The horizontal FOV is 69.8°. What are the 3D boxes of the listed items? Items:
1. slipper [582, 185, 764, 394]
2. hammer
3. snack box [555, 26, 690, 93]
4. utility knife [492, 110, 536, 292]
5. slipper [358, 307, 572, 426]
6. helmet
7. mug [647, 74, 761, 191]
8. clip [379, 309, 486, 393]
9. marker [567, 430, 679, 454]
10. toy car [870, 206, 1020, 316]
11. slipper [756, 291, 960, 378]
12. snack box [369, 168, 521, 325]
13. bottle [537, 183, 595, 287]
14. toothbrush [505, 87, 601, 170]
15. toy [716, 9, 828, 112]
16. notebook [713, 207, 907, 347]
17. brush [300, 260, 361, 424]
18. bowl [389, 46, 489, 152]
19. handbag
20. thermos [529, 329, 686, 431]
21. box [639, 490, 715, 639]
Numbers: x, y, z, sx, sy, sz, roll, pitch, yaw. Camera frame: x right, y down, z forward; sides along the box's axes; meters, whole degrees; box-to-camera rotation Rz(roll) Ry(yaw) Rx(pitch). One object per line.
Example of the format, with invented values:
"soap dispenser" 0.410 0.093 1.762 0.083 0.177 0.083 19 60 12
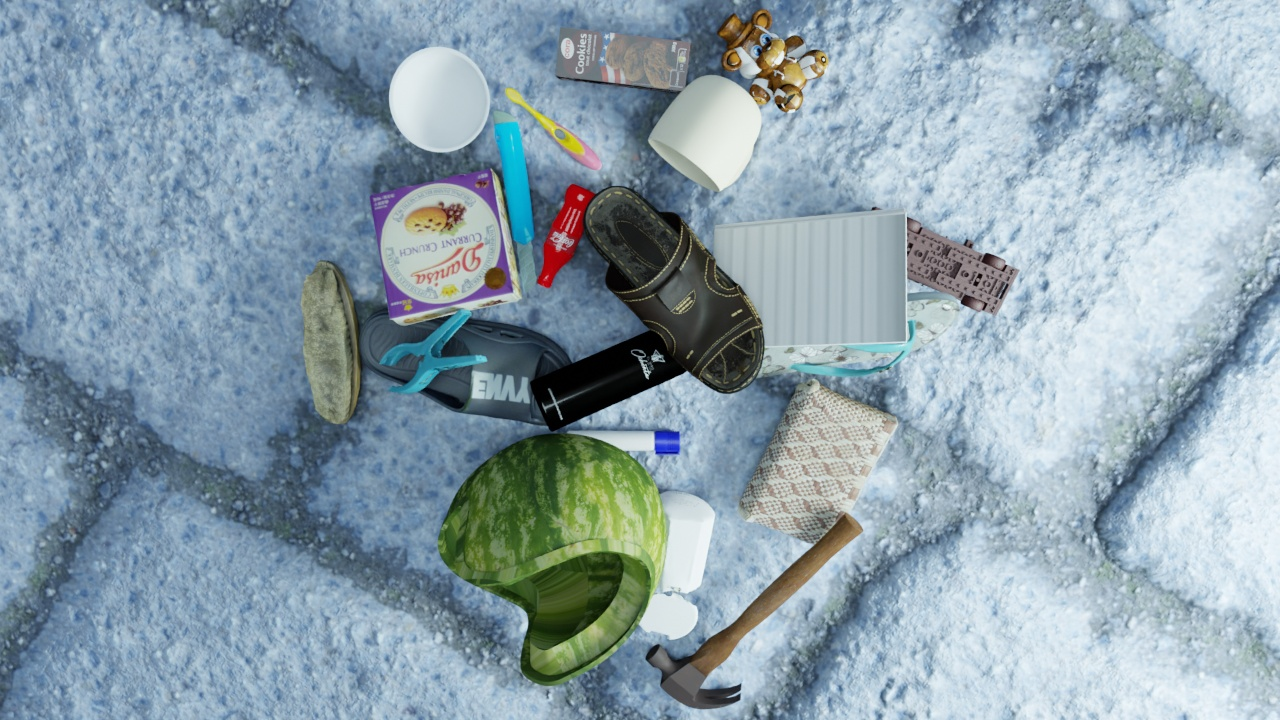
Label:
"slipper" 0.034 -0.081 0.978 0.113 0.076 0.268 -39 83 1
"hammer" 0.143 0.299 1.094 0.115 0.033 0.324 40 108 -4
"snack box" -0.018 -0.326 1.000 0.141 0.031 0.051 7 101 2
"utility knife" -0.139 -0.180 1.036 0.031 0.015 0.205 -7 93 3
"slipper" -0.200 0.005 1.050 0.268 0.083 0.111 16 99 1
"helmet" -0.092 0.191 1.002 0.243 0.247 0.213 -31 122 -10
"mug" 0.082 -0.243 0.985 0.120 0.096 0.100 34 92 -44
"clip" -0.226 0.010 1.012 0.127 0.028 0.113 -15 77 19
"marker" -0.020 0.097 1.086 0.133 0.023 0.027 0 99 3
"toy car" 0.319 -0.110 1.008 0.170 0.061 0.070 23 101 -2
"slipper" 0.219 -0.008 1.016 0.269 0.098 0.054 -13 56 15
"snack box" -0.217 -0.126 1.026 0.143 0.040 0.148 -12 84 5
"bottle" -0.087 -0.139 1.037 0.036 0.036 0.119 25 102 -2
"toothbrush" -0.097 -0.259 1.027 0.135 0.016 0.021 39 98 -7
"toy" 0.134 -0.322 0.977 0.112 0.067 0.087 38 85 -17
"notebook" 0.178 -0.086 0.988 0.210 0.009 0.142 -2 79 23
"brush" -0.362 -0.019 1.072 0.059 0.043 0.195 0 102 3
"bowl" -0.217 -0.286 1.014 0.110 0.040 0.110 1 101 3
"handbag" 0.204 0.121 1.068 0.124 0.047 0.186 23 103 -8
"thermos" -0.006 0.006 1.031 0.231 0.061 0.061 -23 99 -10
"box" 0.037 0.243 1.079 0.083 0.092 0.166 6 104 -10
